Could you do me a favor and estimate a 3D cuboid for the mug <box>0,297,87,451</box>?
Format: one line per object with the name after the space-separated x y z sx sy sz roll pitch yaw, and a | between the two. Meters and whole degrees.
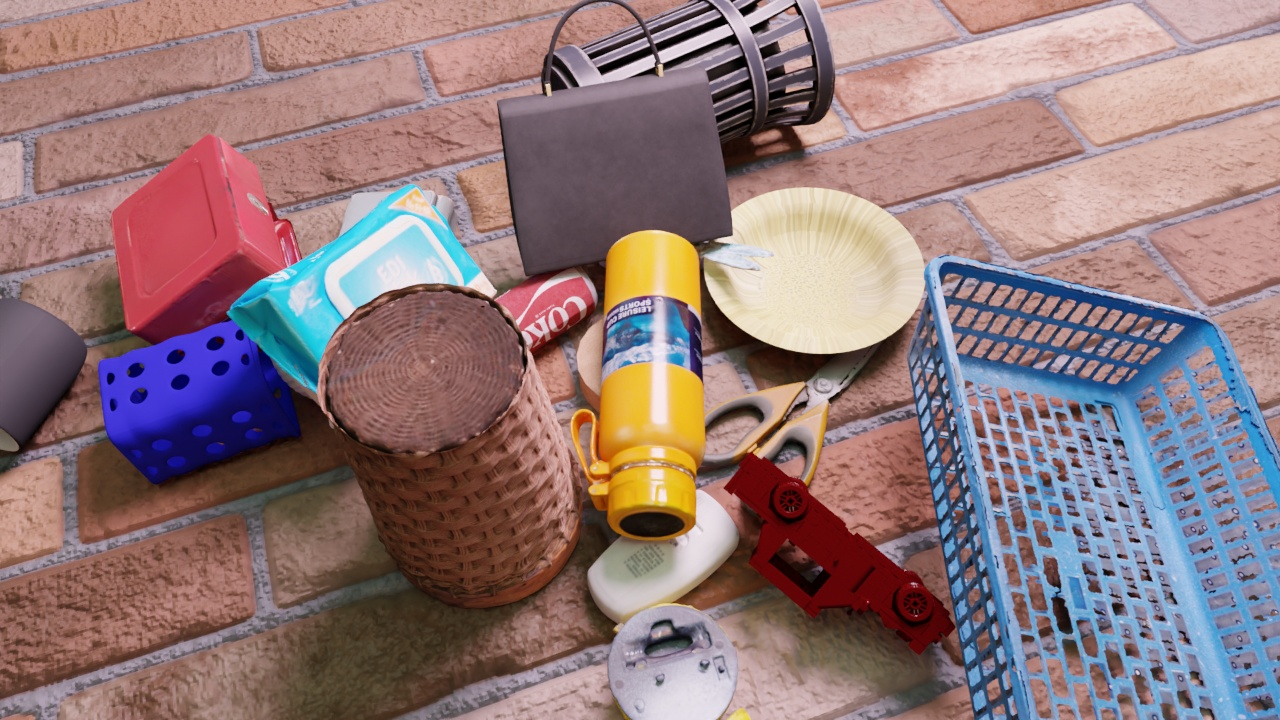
-0.512 0.010 0.729 0.122 0.085 0.094 -4 49 34 | mug

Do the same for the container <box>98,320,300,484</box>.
-0.337 0.029 0.704 0.113 0.085 0.084 -20 57 -12 | container

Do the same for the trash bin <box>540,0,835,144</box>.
0.037 -0.255 0.851 0.227 0.164 0.164 -26 59 -12 | trash bin

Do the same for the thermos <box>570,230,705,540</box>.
0.003 0.017 0.682 0.092 0.076 0.232 -23 50 31 | thermos

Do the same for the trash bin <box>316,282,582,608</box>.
-0.116 0.056 0.606 0.151 0.210 0.151 0 55 0 | trash bin

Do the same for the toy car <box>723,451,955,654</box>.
0.125 0.136 0.624 0.170 0.070 0.062 39 95 10 | toy car

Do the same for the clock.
0.024 0.216 0.587 0.083 0.057 0.118 -13 56 -9 | clock

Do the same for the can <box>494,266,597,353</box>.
-0.087 -0.040 0.766 0.096 0.054 0.054 -35 62 -21 | can

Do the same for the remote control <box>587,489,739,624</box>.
0.016 0.141 0.656 0.114 0.028 0.060 -34 62 -20 | remote control

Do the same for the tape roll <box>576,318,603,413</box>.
-0.004 0.004 0.750 0.094 0.027 0.093 0 56 0 | tape roll

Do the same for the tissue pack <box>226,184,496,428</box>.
-0.195 -0.048 0.690 0.066 0.117 0.208 -21 21 37 | tissue pack

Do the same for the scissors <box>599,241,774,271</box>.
0.034 -0.089 0.785 0.101 0.016 0.179 -40 42 -21 | scissors

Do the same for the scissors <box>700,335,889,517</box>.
0.144 0.038 0.733 0.228 0.016 0.114 -33 62 -22 | scissors

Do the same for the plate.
0.147 -0.071 0.792 0.184 0.036 0.184 -1 55 2 | plate

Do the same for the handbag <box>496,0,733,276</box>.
-0.026 -0.185 0.732 0.175 0.196 0.072 -12 31 -7 | handbag

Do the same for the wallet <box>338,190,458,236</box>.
-0.220 -0.095 0.810 0.100 0.054 0.131 1 51 0 | wallet

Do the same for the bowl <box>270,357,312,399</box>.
-0.241 -0.017 0.724 0.063 0.115 0.115 -22 44 39 | bowl

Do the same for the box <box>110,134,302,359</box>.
-0.363 -0.087 0.762 0.137 0.127 0.157 -24 59 -9 | box

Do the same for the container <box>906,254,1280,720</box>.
0.307 0.115 0.602 0.257 0.089 0.361 10 55 -14 | container
